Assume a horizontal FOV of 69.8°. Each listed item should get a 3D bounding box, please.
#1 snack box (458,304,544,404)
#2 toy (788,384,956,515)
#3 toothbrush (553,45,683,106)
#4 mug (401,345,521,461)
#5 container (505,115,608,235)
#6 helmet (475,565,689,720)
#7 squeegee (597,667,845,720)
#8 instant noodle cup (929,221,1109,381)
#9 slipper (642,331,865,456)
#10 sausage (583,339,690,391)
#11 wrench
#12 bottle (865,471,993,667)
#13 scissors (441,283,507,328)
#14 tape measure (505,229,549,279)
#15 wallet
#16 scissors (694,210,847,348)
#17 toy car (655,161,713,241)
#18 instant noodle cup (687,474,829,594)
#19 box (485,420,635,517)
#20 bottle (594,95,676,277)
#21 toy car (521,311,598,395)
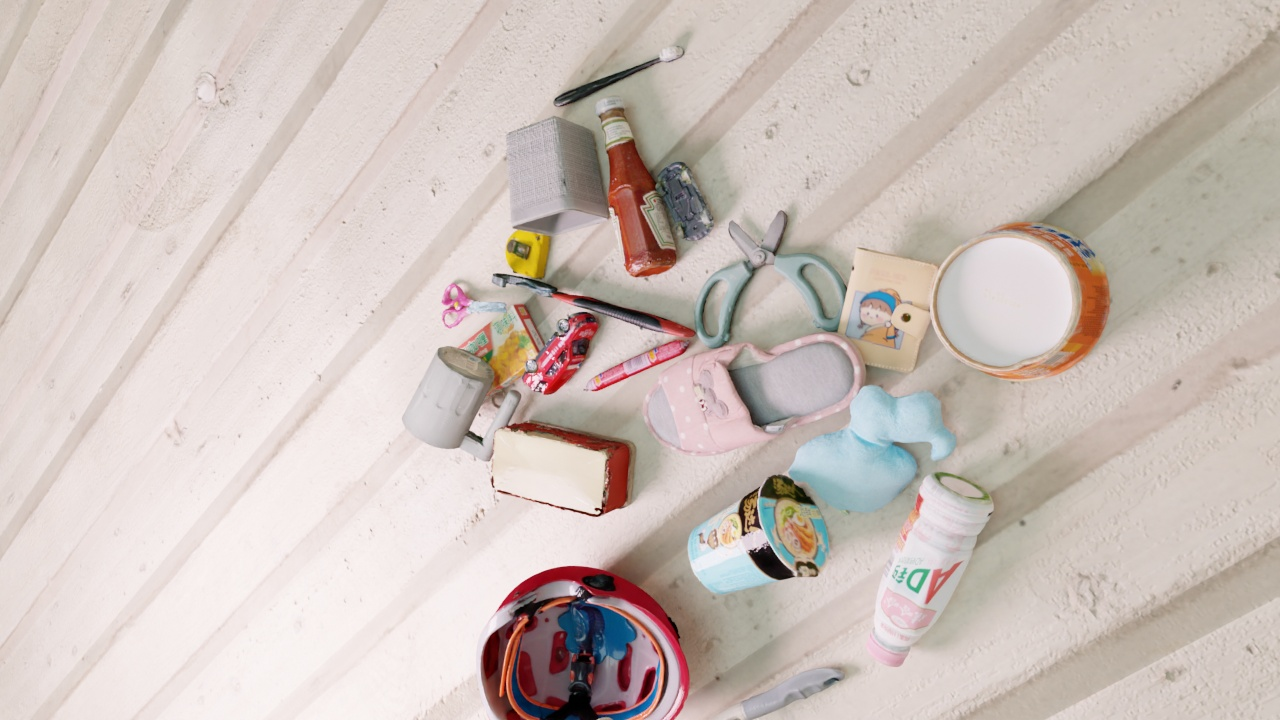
[{"bbox_3d":[-0.192,0.001,1.176,0.156,0.027,0.077,-34,77,27],"label":"snack box"},{"bbox_3d":[0.228,0.095,0.916,0.161,0.049,0.156,5,114,19],"label":"toy"},{"bbox_3d":[-0.031,-0.329,1.067,0.181,0.018,0.015,-13,90,32],"label":"toothbrush"},{"bbox_3d":[-0.220,0.055,1.143,0.124,0.083,0.103,28,108,-3],"label":"mug"},{"bbox_3d":[-0.100,-0.215,1.074,0.090,0.090,0.114,-10,85,30],"label":"container"},{"bbox_3d":[-0.060,0.327,1.056,0.240,0.143,0.207,1,105,6],"label":"helmet"},{"bbox_3d":[0.109,0.388,0.994,0.247,0.039,0.246,-34,120,9],"label":"squeegee"},{"bbox_3d":[0.331,-0.052,0.816,0.152,0.111,0.151,2,95,30],"label":"instant noodle cup"},{"bbox_3d":[0.108,0.038,0.977,0.275,0.054,0.114,-17,88,36],"label":"slipper"},{"bbox_3d":[-0.006,0.006,1.072,0.156,0.020,0.020,-24,81,29],"label":"sausage"},{"bbox_3d":[-0.058,-0.066,1.083,0.274,0.056,0.016,17,104,24],"label":"wrench"},{"bbox_3d":[0.275,0.208,0.894,0.068,0.068,0.197,26,109,26],"label":"bottle"},{"bbox_3d":[-0.215,-0.065,1.178,0.135,0.017,0.063,9,91,41],"label":"scissors"},{"bbox_3d":[-0.142,-0.135,1.137,0.057,0.028,0.060,18,102,29],"label":"tape measure"},{"bbox_3d":[0.245,-0.048,0.912,0.087,0.024,0.115,16,109,21],"label":"wallet"},{"bbox_3d":[0.138,-0.066,0.983,0.170,0.019,0.174,39,110,24],"label":"scissors"},{"bbox_3d":[0.051,-0.175,1.018,0.043,0.034,0.090,-29,81,26],"label":"toy car"},{"bbox_3d":[0.117,0.193,0.967,0.121,0.111,0.111,-33,77,35],"label":"instant noodle cup"},{"bbox_3d":[-0.099,0.127,1.100,0.168,0.079,0.091,9,98,29],"label":"box"},{"bbox_3d":[-0.011,-0.198,1.039,0.060,0.059,0.206,-18,84,30],"label":"bottle"},{"bbox_3d":[-0.093,-0.008,1.104,0.045,0.052,0.121,46,116,18],"label":"toy car"}]
